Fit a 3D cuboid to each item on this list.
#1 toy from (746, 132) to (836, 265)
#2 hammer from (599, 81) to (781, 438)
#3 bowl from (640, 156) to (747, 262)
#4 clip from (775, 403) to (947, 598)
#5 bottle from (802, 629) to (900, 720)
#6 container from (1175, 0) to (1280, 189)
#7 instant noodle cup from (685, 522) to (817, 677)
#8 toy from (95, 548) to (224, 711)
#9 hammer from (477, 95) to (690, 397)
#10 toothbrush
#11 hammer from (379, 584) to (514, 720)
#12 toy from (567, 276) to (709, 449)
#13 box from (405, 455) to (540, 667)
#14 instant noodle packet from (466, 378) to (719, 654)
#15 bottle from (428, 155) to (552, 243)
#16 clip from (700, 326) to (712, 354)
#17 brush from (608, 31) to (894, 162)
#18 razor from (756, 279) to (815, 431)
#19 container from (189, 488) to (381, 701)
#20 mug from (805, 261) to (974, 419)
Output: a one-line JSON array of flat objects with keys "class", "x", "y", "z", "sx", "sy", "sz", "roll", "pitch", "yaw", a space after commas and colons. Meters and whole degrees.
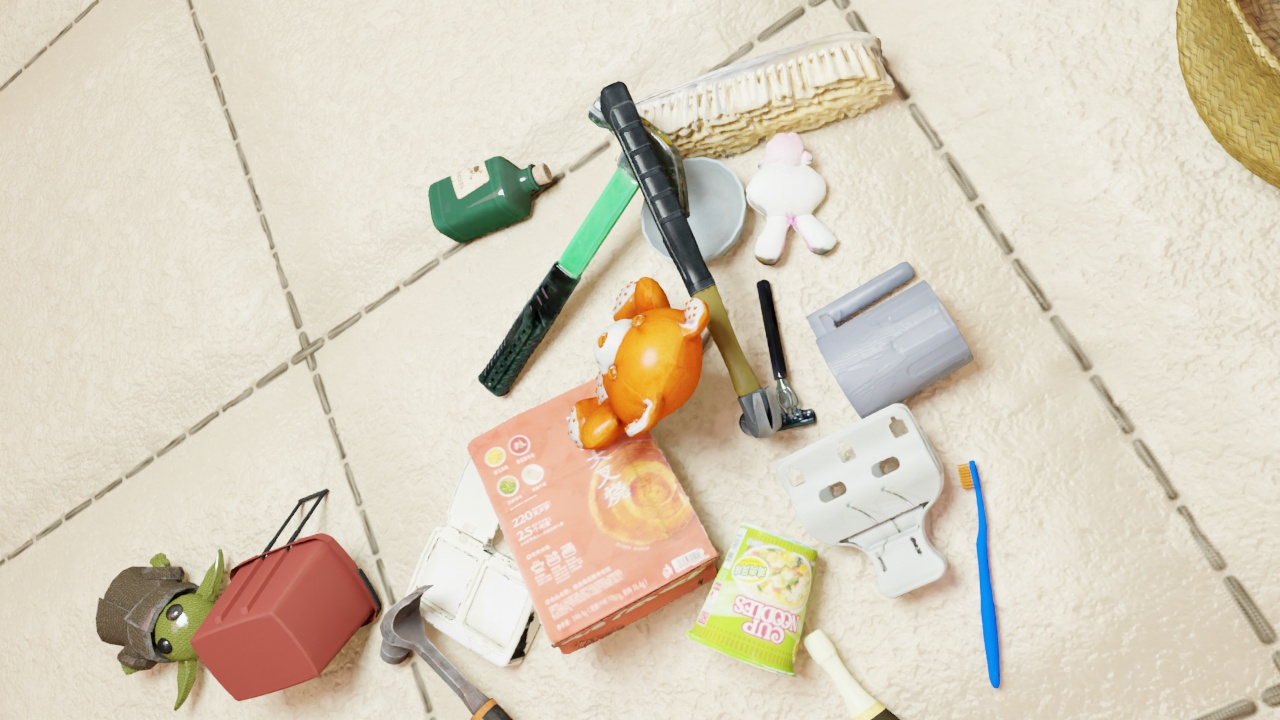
[{"class": "toy", "x": 0.138, "y": -0.151, "z": 0.856, "sx": 0.079, "sy": 0.038, "sz": 0.122, "roll": -4, "pitch": 90, "yaw": 1}, {"class": "hammer", "x": 0.043, "y": -0.085, "z": 0.796, "sx": 0.025, "sy": 0.118, "sz": 0.333, "roll": -25, "pitch": 89, "yaw": -4}, {"class": "bowl", "x": 0.056, "y": -0.140, "z": 0.893, "sx": 0.106, "sy": 0.039, "sz": 0.106, "roll": -5, "pitch": 79, "yaw": 23}, {"class": "clip", "x": 0.204, "y": 0.123, "z": 0.780, "sx": 0.126, "sy": 0.095, "sz": 0.152, "roll": -30, "pitch": 92, "yaw": 20}, {"class": "bottle", "x": 0.194, "y": 0.303, "z": 0.748, "sx": 0.045, "sy": 0.045, "sz": 0.184, "roll": -40, "pitch": 68, "yaw": 12}, {"class": "container", "x": 0.542, "y": -0.252, "z": 0.617, "sx": 0.308, "sy": 0.196, "sz": 0.306, "roll": -5, "pitch": 78, "yaw": 25}, {"class": "instant noodle cup", "x": 0.102, "y": 0.201, "z": 0.785, "sx": 0.099, "sy": 0.099, "sz": 0.108, "roll": 16, "pitch": 80, "yaw": 25}, {"class": "toy", "x": -0.556, "y": 0.296, "z": 1.059, "sx": 0.153, "sy": 0.078, "sz": 0.179, "roll": 9, "pitch": 81, "yaw": 24}, {"class": "hammer", "x": -0.069, "y": -0.090, "z": 0.900, "sx": 0.130, "sy": 0.032, "sz": 0.319, "roll": 39, "pitch": 113, "yaw": 5}, {"class": "toothbrush", "x": 0.278, "y": 0.173, "z": 0.752, "sx": 0.018, "sy": 0.016, "sz": 0.182, "roll": -8, "pitch": 77, "yaw": 27}, {"class": "hammer", "x": -0.131, "y": 0.340, "z": 0.867, "sx": 0.314, "sy": 0.034, "sz": 0.138, "roll": 39, "pitch": 134, "yaw": 18}, {"class": "toy", "x": -0.005, "y": 0.005, "z": 0.788, "sx": 0.093, "sy": 0.173, "sz": 0.163, "roll": 27, "pitch": 80, "yaw": -13}, {"class": "box", "x": -0.153, "y": 0.196, "z": 0.919, "sx": 0.144, "sy": 0.050, "sz": 0.184, "roll": 21, "pitch": 90, "yaw": 26}, {"class": "instant noodle packet", "x": -0.049, "y": 0.130, "z": 0.842, "sx": 0.164, "sy": 0.084, "sz": 0.220, "roll": -27, "pitch": 68, "yaw": -6}, {"class": "bottle", "x": -0.156, "y": -0.178, "z": 0.981, "sx": 0.131, "sy": 0.061, "sz": 0.061, "roll": -18, "pitch": 71, "yaw": 20}, {"class": "clip", "x": 0.060, "y": -0.026, "z": 0.885, "sx": 0.024, "sy": 0.041, "sz": 0.060, "roll": 40, "pitch": 78, "yaw": 24}, {"class": "brush", "x": 0.098, "y": -0.240, "z": 0.869, "sx": 0.272, "sy": 0.083, "sz": 0.056, "roll": -12, "pitch": 75, "yaw": 21}, {"class": "razor", "x": 0.126, "y": -0.008, "z": 0.848, "sx": 0.043, "sy": 0.022, "sz": 0.144, "roll": -15, "pitch": 74, "yaw": 19}, {"class": "container", "x": -0.361, "y": 0.245, "z": 0.977, "sx": 0.148, "sy": 0.200, "sz": 0.127, "roll": -22, "pitch": 109, "yaw": 19}, {"class": "mug", "x": 0.210, "y": -0.022, "z": 0.791, "sx": 0.104, "sy": 0.084, "sz": 0.123, "roll": -32, "pitch": 43, "yaw": 15}]
